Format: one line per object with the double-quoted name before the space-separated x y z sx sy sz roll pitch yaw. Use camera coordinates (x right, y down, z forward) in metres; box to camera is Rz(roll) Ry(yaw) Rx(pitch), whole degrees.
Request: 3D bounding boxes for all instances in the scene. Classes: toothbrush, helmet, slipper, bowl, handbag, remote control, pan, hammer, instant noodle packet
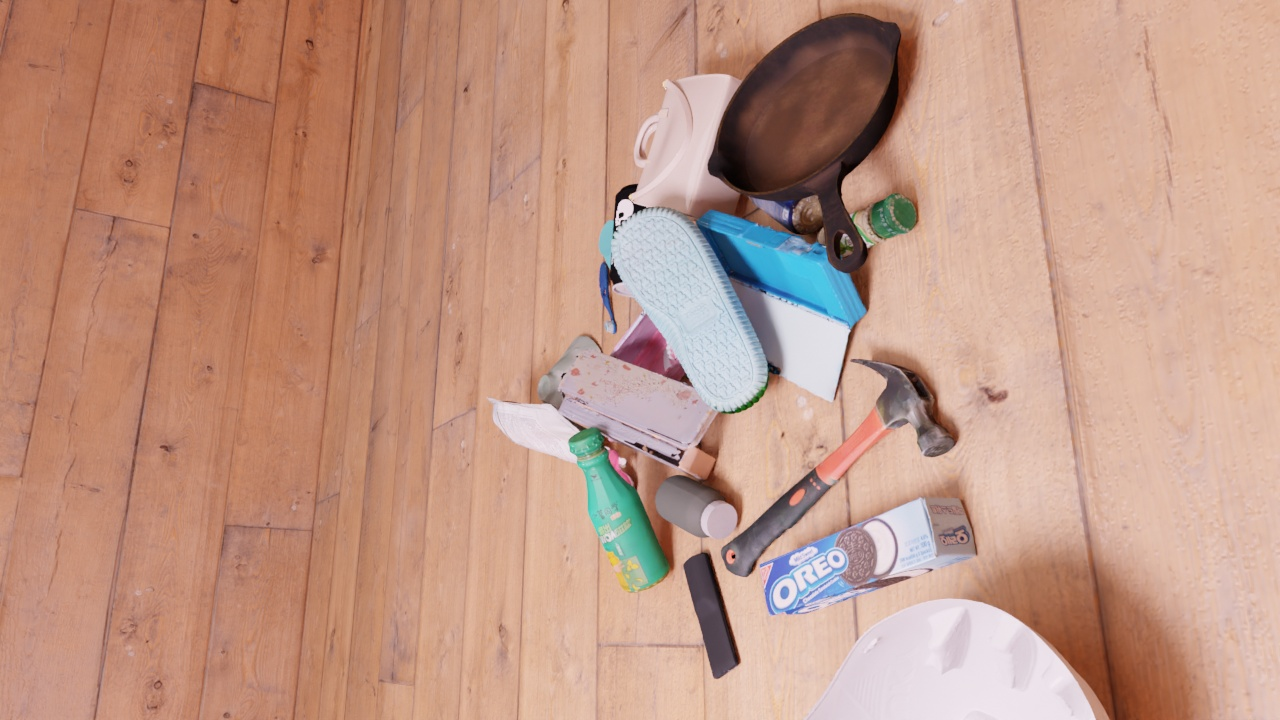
"toothbrush" -0.053 -0.098 1.416 0.021 0.016 0.132 -40 49 44
"helmet" 0.226 0.309 0.672 0.224 0.183 0.283 45 126 48
"slipper" 0.064 -0.062 1.069 0.116 0.069 0.276 -36 72 22
"bowl" -0.029 -0.178 1.372 0.121 0.046 0.121 -25 60 54
"handbag" 0.053 -0.274 1.195 0.198 0.101 0.194 23 98 51
"remote control" 0.080 0.298 1.076 0.046 0.021 0.140 -52 41 40
"pan" 0.188 -0.218 0.958 0.249 0.043 0.355 -33 44 29
"bowl" -0.123 0.045 1.441 0.175 0.067 0.174 -19 67 56
"hammer" 0.181 0.129 0.954 0.334 0.033 0.133 -54 41 37
"instant noodle packet" -0.145 0.106 1.415 0.057 0.147 0.270 -51 24 -20

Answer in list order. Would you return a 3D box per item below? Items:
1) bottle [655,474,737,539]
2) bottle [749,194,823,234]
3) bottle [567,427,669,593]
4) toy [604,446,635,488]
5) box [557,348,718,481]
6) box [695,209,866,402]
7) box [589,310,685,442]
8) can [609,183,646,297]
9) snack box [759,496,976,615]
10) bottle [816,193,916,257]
"bottle" 0.067 0.176 1.095 0.108 0.060 0.060 16 95 59
"bottle" 0.157 -0.198 1.063 0.160 0.056 0.056 53 125 52
"bottle" -0.031 0.185 1.148 0.068 0.068 0.210 -3 113 58
"toy" -0.035 0.166 1.280 0.066 0.050 0.102 -15 97 36
"box" -0.002 0.077 1.156 0.216 0.108 0.094 21 56 34
"box" 0.158 -0.073 1.038 0.243 0.063 0.174 34 139 57
"box" -0.010 0.005 1.229 0.233 0.098 0.099 -52 33 39
"can" 0.000 -0.167 1.287 0.080 0.080 0.146 -14 69 57
"snack box" 0.206 0.189 0.867 0.227 0.059 0.059 -38 54 48
"bottle" 0.229 -0.135 0.941 0.110 0.042 0.042 -19 65 56
